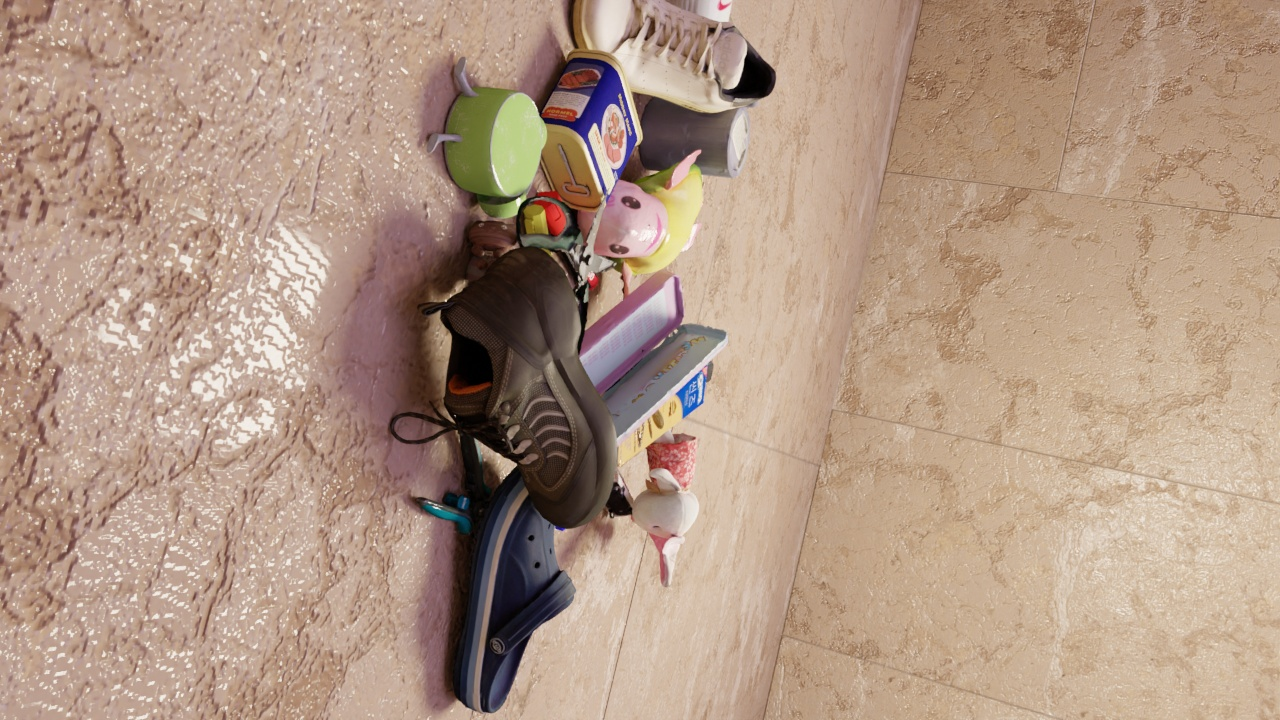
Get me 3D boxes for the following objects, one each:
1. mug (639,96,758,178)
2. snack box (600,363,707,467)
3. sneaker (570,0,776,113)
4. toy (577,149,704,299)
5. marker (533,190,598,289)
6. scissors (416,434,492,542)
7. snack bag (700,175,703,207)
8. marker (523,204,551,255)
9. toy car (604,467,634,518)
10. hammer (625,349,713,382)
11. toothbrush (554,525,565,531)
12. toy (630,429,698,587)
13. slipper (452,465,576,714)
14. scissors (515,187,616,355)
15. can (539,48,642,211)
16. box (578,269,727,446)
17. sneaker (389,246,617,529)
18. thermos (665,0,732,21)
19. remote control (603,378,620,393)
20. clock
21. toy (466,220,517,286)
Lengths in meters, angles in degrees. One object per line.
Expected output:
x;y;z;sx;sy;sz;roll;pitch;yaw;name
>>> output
0.069;-0.266;1.042;0.084;0.104;0.123;72;36;-51;mug
0.008;0.052;1.054;0.206;0.057;0.056;-31;131;-53;snack box
0.042;-0.293;0.879;0.241;0.102;0.089;8;98;-47;sneaker
0.011;-0.148;0.978;0.237;0.088;0.190;-25;148;-58;toy
-0.067;-0.112;0.881;0.145;0.023;0.021;63;6;-60;marker
-0.150;0.111;0.794;0.155;0.019;0.124;5;99;-72;scissors
0.068;-0.230;1.182;0.026;0.020;0.099;-54;149;-46;snack bag
-0.090;-0.085;0.845;0.124;0.017;0.021;85;27;-42;marker
-0.032;0.158;1.115;0.113;0.039;0.039;66;19;-59;toy car
0.042;0.033;1.246;0.318;0.032;0.130;-17;116;-68;hammer
-0.080;0.096;0.975;0.015;0.016;0.187;-29;128;-64;toothbrush
0.029;0.163;1.108;0.159;0.084;0.194;-107;-166;-81;toy
-0.105;0.212;0.848;0.105;0.095;0.253;-26;132;-70;slipper
-0.071;-0.061;0.805;0.201;0.015;0.202;2;105;-67;scissors
-0.048;-0.205;0.834;0.116;0.057;0.092;68;40;-56;can
-0.004;0.007;0.929;0.213;0.093;0.089;-41;143;-29;box
-0.103;0.045;0.697;0.142;0.101;0.238;-27;116;-33;sneaker
0.065;-0.420;0.969;0.099;0.099;0.221;-40;142;-59;thermos
-0.041;0.030;1.038;0.041;0.020;0.152;6;97;-65;remote control
-0.110;-0.165;0.712;0.119;0.042;0.094;44;61;-67;clock
-0.121;-0.069;0.741;0.055;0.041;0.101;114;-17;-80;toy
